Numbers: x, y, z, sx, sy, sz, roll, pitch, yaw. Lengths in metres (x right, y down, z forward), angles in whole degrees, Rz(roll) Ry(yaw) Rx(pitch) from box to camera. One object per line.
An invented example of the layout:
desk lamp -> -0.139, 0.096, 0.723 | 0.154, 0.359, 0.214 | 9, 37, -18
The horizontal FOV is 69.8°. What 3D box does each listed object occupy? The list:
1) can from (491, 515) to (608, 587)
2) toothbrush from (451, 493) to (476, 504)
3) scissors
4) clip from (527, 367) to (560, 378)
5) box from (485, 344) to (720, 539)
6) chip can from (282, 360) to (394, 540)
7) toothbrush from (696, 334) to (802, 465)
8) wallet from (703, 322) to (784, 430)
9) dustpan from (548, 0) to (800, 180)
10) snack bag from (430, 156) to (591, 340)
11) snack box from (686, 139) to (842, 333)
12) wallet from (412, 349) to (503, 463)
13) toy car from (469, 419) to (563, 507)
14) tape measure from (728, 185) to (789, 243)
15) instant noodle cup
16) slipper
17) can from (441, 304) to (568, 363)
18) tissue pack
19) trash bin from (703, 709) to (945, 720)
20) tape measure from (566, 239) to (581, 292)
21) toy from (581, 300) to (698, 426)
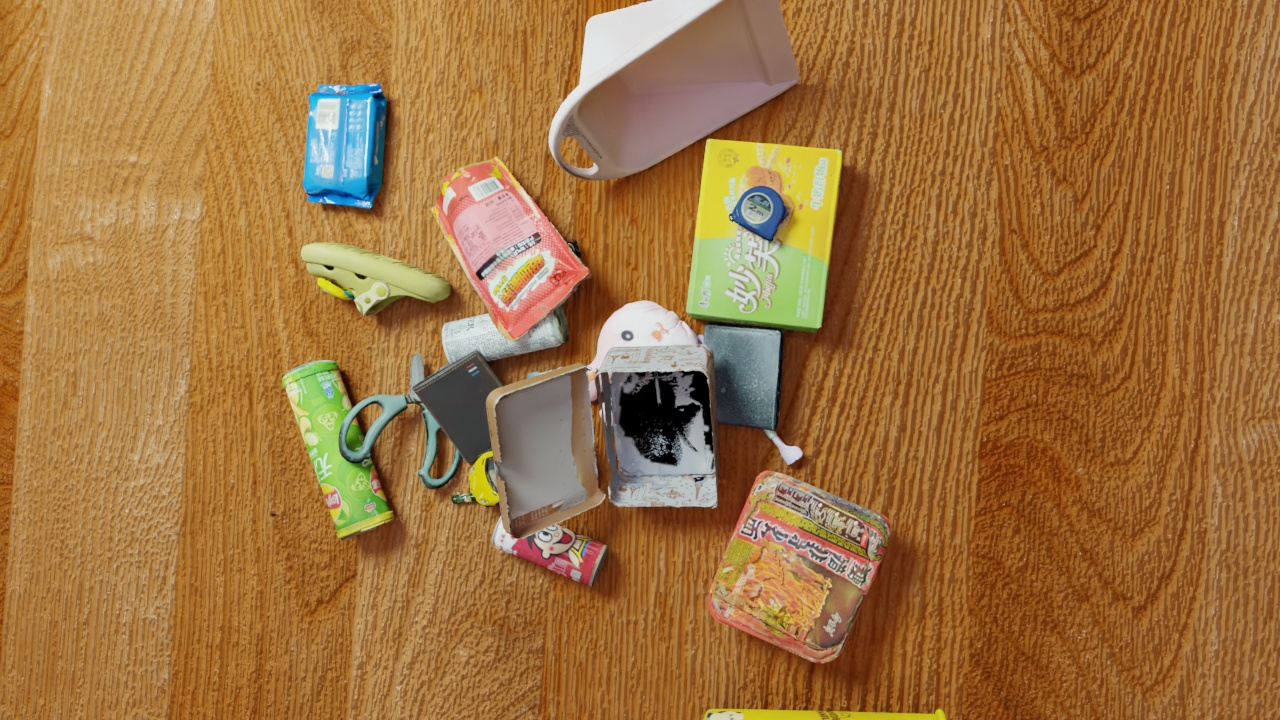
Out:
can -> -0.110, 0.224, 1.110 | 0.133, 0.053, 0.053 | 21, 92, 8
toothbrush -> -0.146, 0.159, 1.135 | 0.186, 0.017, 0.012 | -9, 49, 8
scissors -> -0.298, 0.077, 1.126 | 0.179, 0.019, 0.172 | -5, 87, -22
clip -> -0.112, 0.022, 1.132 | 0.057, 0.029, 0.024 | -12, 85, 14
box -> -0.036, 0.086, 1.037 | 0.273, 0.124, 0.179 | -10, 112, -12
chip can -> -0.377, 0.108, 1.141 | 0.072, 0.072, 0.221 | -22, 86, 7
toothbrush -> 0.127, 0.044, 1.097 | 0.189, 0.021, 0.029 | 53, 128, 7
wallet -> 0.117, 0.019, 1.076 | 0.097, 0.019, 0.121 | 6, 99, 25
dustpan -> 0.038, -0.290, 1.023 | 0.274, 0.222, 0.138 | -2, 76, 20
snack bag -> -0.161, -0.138, 1.096 | 0.128, 0.073, 0.208 | -37, 74, 5
snack box -> 0.144, -0.145, 1.072 | 0.158, 0.070, 0.210 | 7, 90, 8
wallet -> -0.205, 0.057, 1.120 | 0.096, 0.020, 0.122 | -29, 113, 8
toy car -> -0.140, 0.126, 1.113 | 0.156, 0.041, 0.071 | -25, 68, 7
tape measure -> 0.134, -0.166, 1.025 | 0.058, 0.025, 0.054 | 30, 91, 3
instant noodle cup -> 0.180, 0.235, 1.056 | 0.164, 0.079, 0.189 | 23, 91, 8
slipper -> -0.331, -0.093, 1.131 | 0.190, 0.091, 0.081 | 16, 93, 5
can -> -0.165, -0.033, 1.120 | 0.147, 0.058, 0.058 | -12, 87, 8
tissue pack -> -0.371, -0.270, 1.157 | 0.095, 0.052, 0.157 | 4, 89, 10
trash bin -> 0.194, 0.484, 0.985 | 0.255, 0.229, 0.229 | 1, 89, 13
tape measure -> -0.103, -0.110, 1.125 | 0.066, 0.033, 0.066 | -10, 87, 9
toy -> -0.007, 0.006, 1.102 | 0.121, 0.054, 0.160 | 42, 102, 4
